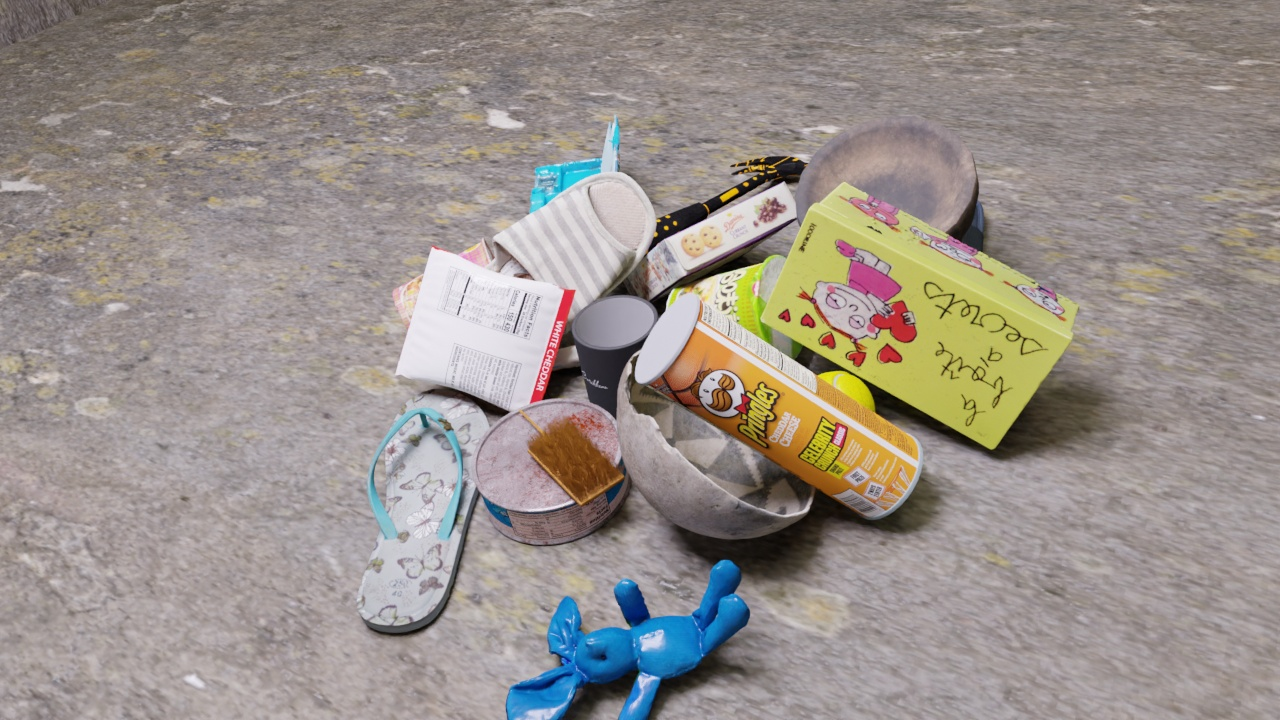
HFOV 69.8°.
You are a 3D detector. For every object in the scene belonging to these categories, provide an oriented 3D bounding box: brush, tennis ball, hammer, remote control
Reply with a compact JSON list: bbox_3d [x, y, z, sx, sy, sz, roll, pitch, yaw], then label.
[{"bbox_3d":[-0.067,0.070,0.756,0.048,0.017,0.126,-31,44,-22],"label":"brush"},{"bbox_3d":[0.163,0.042,0.769,0.065,0.065,0.065,-7,40,5],"label":"tennis ball"},{"bbox_3d":[0.069,-0.171,1.046,0.319,0.036,0.123,-32,33,-31],"label":"hammer"},{"bbox_3d":[-0.096,0.004,0.899,0.125,0.038,0.018,-14,83,-3],"label":"remote control"}]

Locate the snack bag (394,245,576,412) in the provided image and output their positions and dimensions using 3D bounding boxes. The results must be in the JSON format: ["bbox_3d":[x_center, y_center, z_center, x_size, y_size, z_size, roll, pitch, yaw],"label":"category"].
[{"bbox_3d":[-0.147,-0.025,0.859,0.144,0.131,0.039,18,6,6],"label":"snack bag"}]

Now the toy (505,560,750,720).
[{"bbox_3d":[-0.007,0.192,0.635,0.176,0.071,0.112,-22,38,4],"label":"toy"}]

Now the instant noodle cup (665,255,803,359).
[{"bbox_3d":[0.087,-0.043,0.861,0.108,0.099,0.098,-5,36,37],"label":"instant noodle cup"}]

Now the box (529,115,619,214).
[{"bbox_3d":[-0.062,-0.192,1.087,0.170,0.086,0.226,-36,32,25],"label":"box"}]

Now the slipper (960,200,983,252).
[{"bbox_3d":[0.297,-0.116,0.914,0.101,0.083,0.262,10,44,20],"label":"slipper"}]

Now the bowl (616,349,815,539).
[{"bbox_3d":[0.045,0.077,0.720,0.178,0.081,0.178,30,27,-17],"label":"bowl"}]

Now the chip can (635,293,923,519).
[{"bbox_3d":[0.105,0.037,0.683,0.215,0.075,0.075,31,39,-17],"label":"chip can"}]

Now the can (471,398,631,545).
[{"bbox_3d":[-0.075,0.092,0.783,0.130,0.044,0.129,-7,40,5],"label":"can"}]

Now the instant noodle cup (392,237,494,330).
[{"bbox_3d":[-0.194,-0.063,0.963,0.108,0.098,0.097,-23,41,-2],"label":"instant noodle cup"}]

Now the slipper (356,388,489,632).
[{"bbox_3d":[-0.183,0.105,0.788,0.098,0.055,0.268,-6,41,1],"label":"slipper"}]

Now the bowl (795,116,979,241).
[{"bbox_3d":[0.231,-0.142,0.855,0.162,0.070,0.162,-11,59,19],"label":"bowl"}]

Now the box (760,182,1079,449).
[{"bbox_3d":[0.226,-0.039,0.753,0.221,0.125,0.082,34,40,14],"label":"box"}]

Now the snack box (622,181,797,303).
[{"bbox_3d":[0.068,-0.113,0.928,0.143,0.040,0.148,-28,0,-20],"label":"snack box"}]

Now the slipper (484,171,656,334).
[{"bbox_3d":[-0.103,-0.077,0.889,0.273,0.114,0.054,-38,12,10],"label":"slipper"}]

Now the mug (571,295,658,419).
[{"bbox_3d":[-0.005,0.005,0.835,0.078,0.088,0.114,-36,46,-27],"label":"mug"}]
